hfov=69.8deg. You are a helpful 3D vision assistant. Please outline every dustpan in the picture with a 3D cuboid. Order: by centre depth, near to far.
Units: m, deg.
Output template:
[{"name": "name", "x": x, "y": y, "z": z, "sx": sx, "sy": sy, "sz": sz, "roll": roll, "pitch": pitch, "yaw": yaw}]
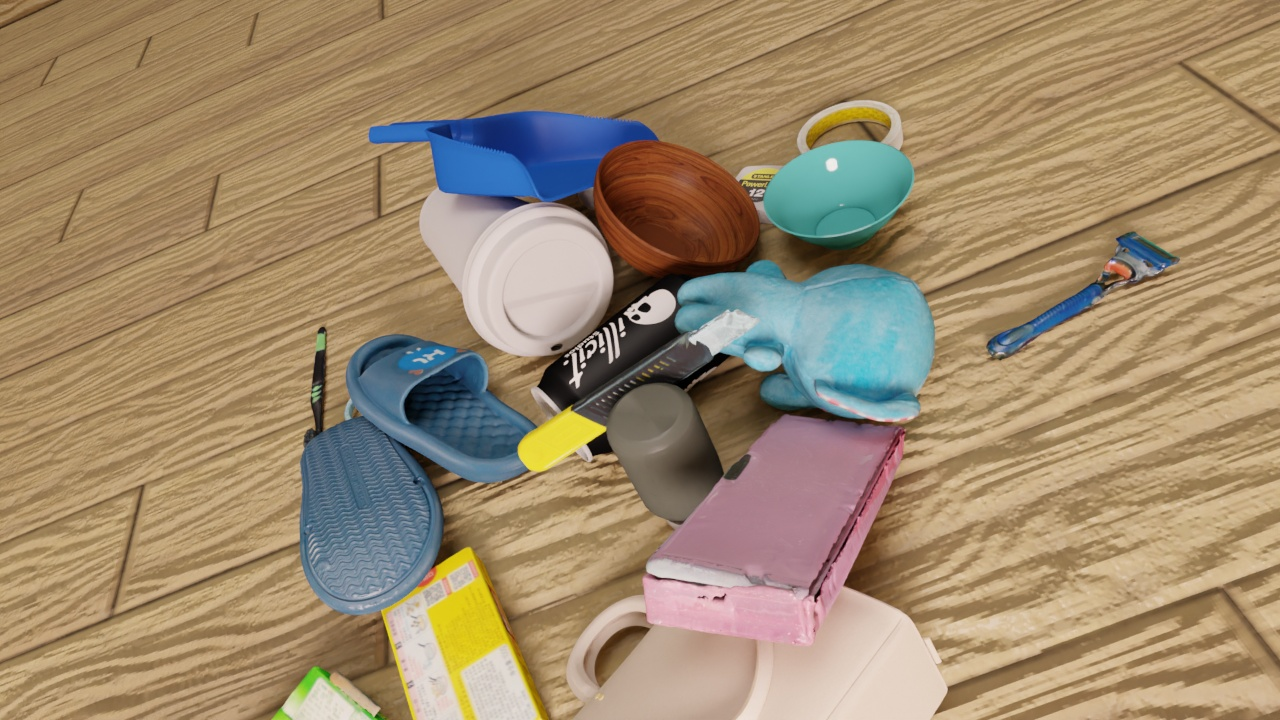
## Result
[{"name": "dustpan", "x": -0.143, "y": -0.195, "z": 0.856, "sx": 0.258, "sy": 0.059, "sz": 0.244, "roll": 4, "pitch": 21, "yaw": 25}]

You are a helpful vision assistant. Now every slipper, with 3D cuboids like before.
[{"name": "slipper", "x": -0.207, "y": 0.113, "z": 0.705, "sx": 0.103, "sy": 0.059, "sz": 0.213, "roll": -23, "pitch": 37, "yaw": -11}, {"name": "slipper", "x": -0.163, "y": 0.029, "z": 0.741, "sx": 0.103, "sy": 0.059, "sz": 0.214, "roll": -23, "pitch": 42, "yaw": -38}]

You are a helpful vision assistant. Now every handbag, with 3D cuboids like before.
[{"name": "handbag", "x": 0.032, "y": 0.187, "z": 0.509, "sx": 0.194, "sy": 0.101, "sz": 0.198, "roll": -46, "pitch": 35, "yaw": -20}]

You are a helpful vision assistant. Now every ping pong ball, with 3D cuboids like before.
[{"name": "ping pong ball", "x": -0.042, "y": -0.167, "z": 0.903, "sx": 0.040, "sy": 0.040, "sz": 0.040, "roll": -13, "pitch": 45, "yaw": 13}]

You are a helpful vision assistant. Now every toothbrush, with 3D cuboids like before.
[{"name": "toothbrush", "x": -0.305, "y": 0.024, "z": 0.864, "sx": 0.014, "sy": 0.017, "sz": 0.187, "roll": -24, "pitch": 42, "yaw": 4}]

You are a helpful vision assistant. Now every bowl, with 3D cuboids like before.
[{"name": "bowl", "x": 0.167, "y": -0.127, "z": 0.763, "sx": 0.121, "sy": 0.046, "sz": 0.121, "roll": -13, "pitch": 45, "yaw": 13}, {"name": "bowl", "x": 0.022, "y": -0.114, "z": 0.790, "sx": 0.147, "sy": 0.069, "sz": 0.147, "roll": 13, "pitch": 49, "yaw": -15}]

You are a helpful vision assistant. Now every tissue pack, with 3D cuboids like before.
[{"name": "tissue pack", "x": -0.201, "y": 0.258, "z": 0.581, "sx": 0.114, "sy": 0.034, "sz": 0.099, "roll": 20, "pitch": 63, "yaw": 37}]

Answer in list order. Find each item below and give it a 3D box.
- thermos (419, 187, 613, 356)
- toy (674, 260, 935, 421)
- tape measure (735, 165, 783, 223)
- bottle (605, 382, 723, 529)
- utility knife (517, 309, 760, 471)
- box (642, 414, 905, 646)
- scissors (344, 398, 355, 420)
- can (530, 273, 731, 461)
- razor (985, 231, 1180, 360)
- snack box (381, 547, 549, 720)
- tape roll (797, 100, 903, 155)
[{"name": "thermos", "x": -0.125, "y": -0.097, "z": 0.825, "sx": 0.131, "sy": 0.131, "sz": 0.222, "roll": -37, "pitch": 37, "yaw": -12}, {"name": "toy", "x": 0.113, "y": -0.011, "z": 0.638, "sx": 0.181, "sy": 0.115, "sz": 0.183, "roll": 6, "pitch": 36, "yaw": 3}, {"name": "tape measure", "x": 0.111, "y": -0.151, "z": 0.833, "sx": 0.064, "sy": 0.017, "sz": 0.064, "roll": 10, "pitch": 54, "yaw": 32}, {"name": "bottle", "x": 0.021, "y": 0.067, "z": 0.603, "sx": 0.060, "sy": 0.108, "sz": 0.060, "roll": -13, "pitch": 45, "yaw": 13}, {"name": "utility knife", "x": -0.005, "y": 0.020, "z": 0.611, "sx": 0.198, "sy": 0.029, "sz": 0.020, "roll": -33, "pitch": 13, "yaw": 24}, {"name": "box", "x": 0.088, "y": 0.082, "z": 0.526, "sx": 0.098, "sy": 0.041, "sz": 0.232, "roll": -1, "pitch": 16, "yaw": 28}, {"name": "scissors", "x": -0.238, "y": 0.064, "z": 0.795, "sx": 0.125, "sy": 0.016, "sz": 0.125, "roll": -37, "pitch": 45, "yaw": -10}, {"name": "can", "x": -0.004, "y": 0.004, "z": 0.695, "sx": 0.146, "sy": 0.080, "sz": 0.080, "roll": -38, "pitch": 45, "yaw": -13}, {"name": "razor", "x": 0.302, "y": -0.041, "z": 0.641, "sx": 0.141, "sy": 0.018, "sz": 0.044, "roll": -32, "pitch": 44, "yaw": -1}, {"name": "snack box", "x": -0.118, "y": 0.199, "z": 0.604, "sx": 0.075, "sy": 0.025, "sz": 0.152, "roll": -32, "pitch": 44, "yaw": -5}, {"name": "tape roll", "x": 0.192, "y": -0.204, "z": 0.844, "sx": 0.094, "sy": 0.019, "sz": 0.093, "roll": -13, "pitch": 45, "yaw": 13}]
